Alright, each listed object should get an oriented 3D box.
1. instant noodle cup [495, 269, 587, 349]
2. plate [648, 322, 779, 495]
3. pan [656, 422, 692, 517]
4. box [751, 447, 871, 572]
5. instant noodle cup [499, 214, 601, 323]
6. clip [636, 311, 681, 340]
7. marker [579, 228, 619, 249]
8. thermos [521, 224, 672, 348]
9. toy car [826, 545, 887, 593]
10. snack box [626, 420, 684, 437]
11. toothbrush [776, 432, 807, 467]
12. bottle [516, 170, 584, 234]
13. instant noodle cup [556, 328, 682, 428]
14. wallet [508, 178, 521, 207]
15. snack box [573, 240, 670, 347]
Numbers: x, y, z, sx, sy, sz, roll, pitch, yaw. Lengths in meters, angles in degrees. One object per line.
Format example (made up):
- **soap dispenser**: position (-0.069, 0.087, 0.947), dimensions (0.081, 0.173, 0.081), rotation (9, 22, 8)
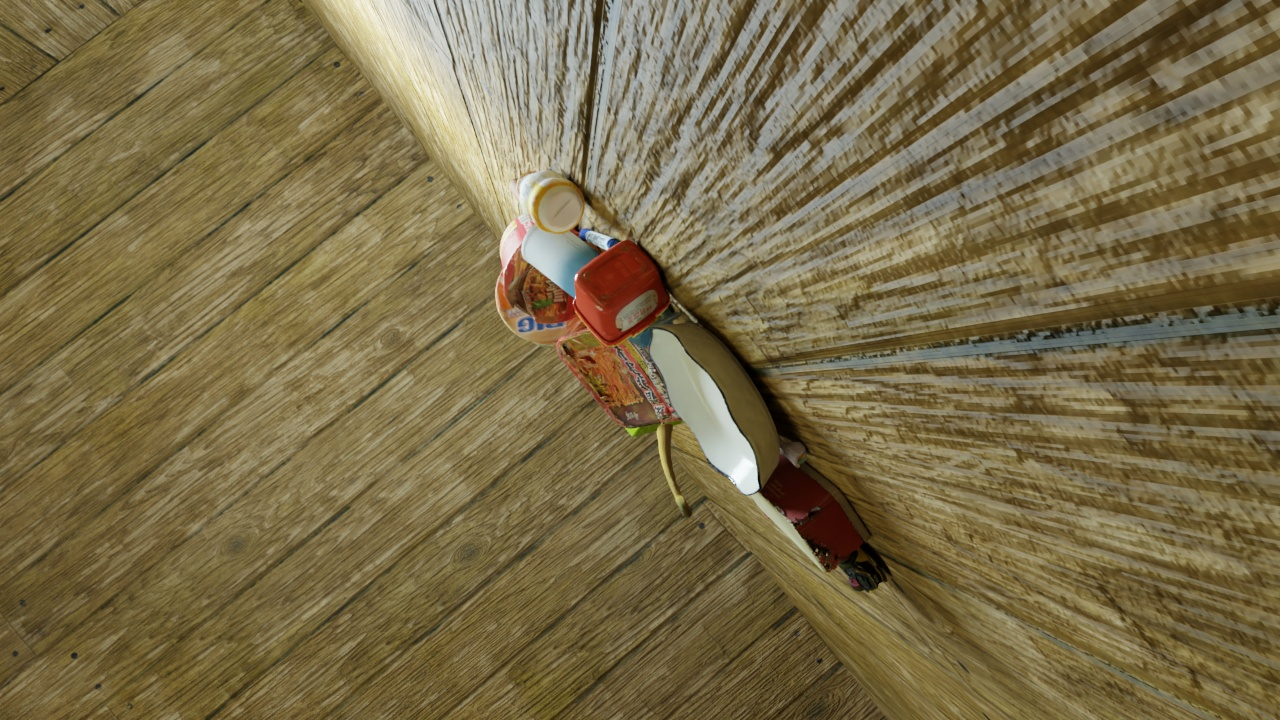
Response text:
- **instant noodle cup**: position (-0.133, -0.087, 1.371), dimensions (0.151, 0.151, 0.111), rotation (50, 174, 10)
- **plate**: position (0.080, 0.046, 0.979), dimensions (0.205, 0.045, 0.205), rotation (55, 168, 17)
- **pan**: position (0.017, 0.067, 1.344), dimensions (0.357, 0.078, 0.198), rotation (59, 178, 33)
- **box**: position (0.169, 0.163, 1.022), dimensions (0.091, 0.078, 0.168), rotation (54, 175, -26)
- **instant noodle cup**: position (-0.127, -0.135, 1.246), dimensions (0.138, 0.138, 0.108), rotation (54, -177, -36)
- **clip**: position (0.016, -0.045, 1.002), dimensions (0.028, 0.056, 0.024), rotation (49, 162, 6)
- **marker**: position (-0.049, -0.143, 1.087), dimensions (0.017, 0.017, 0.146), rotation (52, 175, -20)
- **thermos**: position (-0.052, -0.094, 1.093), dimensions (0.220, 0.070, 0.070), rotation (38, 169, 32)
- **toy car**: position (0.225, 0.211, 1.079), dimensions (0.156, 0.041, 0.071), rotation (42, 170, 49)
- **snack box**: position (0.018, 0.073, 1.487), dimensions (0.156, 0.026, 0.086), rotation (-10, -128, -49)
- **toothbrush**: position (0.118, 0.049, 1.000), dimensions (0.189, 0.021, 0.029), rotation (48, 137, 43)
- **bottle**: position (-0.107, -0.185, 1.038), dimensions (0.063, 0.063, 0.108), rotation (54, 174, -36)
- **instant noodle cup**: position (-0.007, 0.007, 1.200), dimensions (0.189, 0.078, 0.164), rotation (-15, 118, 51)
- **wallet**: position (-0.144, -0.207, 1.398), dimensions (0.132, 0.031, 0.108), rotation (49, 173, 27)
- **snack box**: position (-0.021, -0.072, 0.960), dimensions (0.082, 0.091, 0.080), rotation (49, 168, 21)
